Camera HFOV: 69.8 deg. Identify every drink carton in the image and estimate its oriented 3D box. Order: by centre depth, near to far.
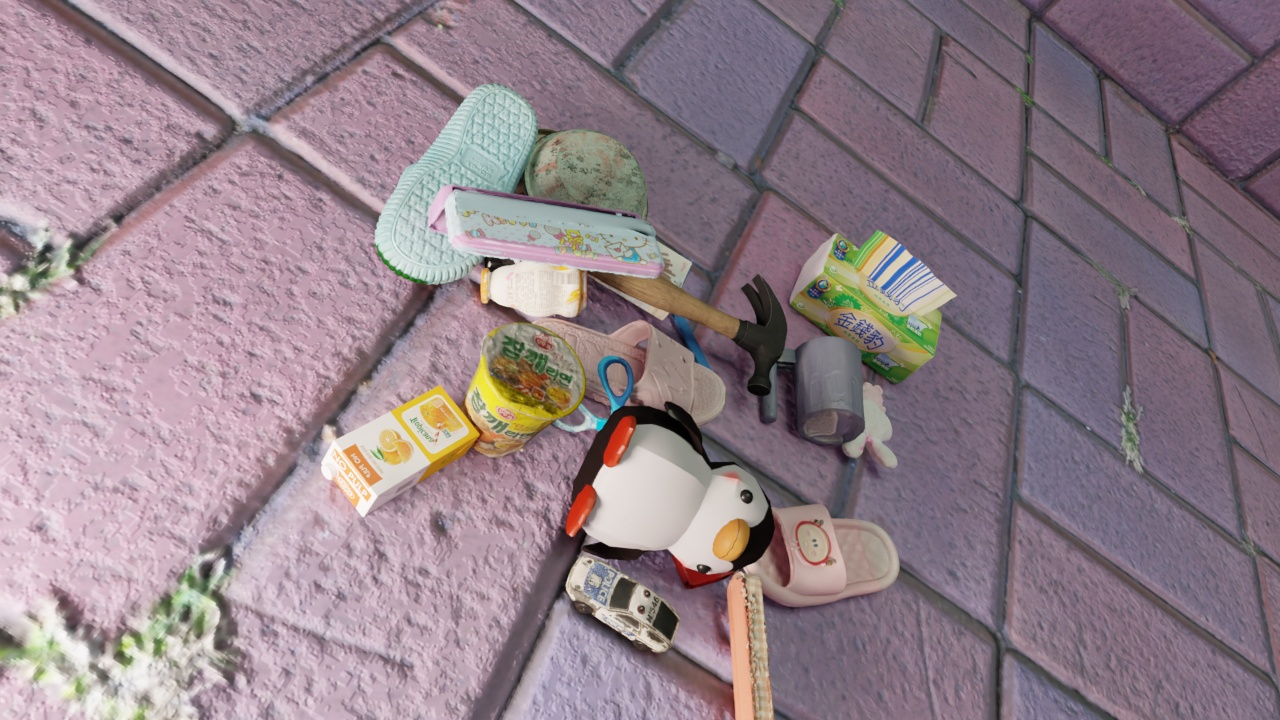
[{"bbox_3d":[-0.206,0.077,0.787,0.058,0.040,0.122,50,44,8],"label":"drink carton"}]

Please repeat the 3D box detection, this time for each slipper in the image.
[{"bbox_3d":[0.189,0.202,0.959,0.221,0.056,0.106,9,55,-31],"label":"slipper"},{"bbox_3d":[-0.006,0.006,0.968,0.239,0.065,0.094,18,49,-21],"label":"slipper"},{"bbox_3d":[-0.192,-0.185,0.981,0.116,0.070,0.275,32,59,-16],"label":"slipper"}]

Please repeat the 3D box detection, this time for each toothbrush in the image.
[{"bbox_3d":[0.048,-0.039,1.080,0.016,0.014,0.166,-13,69,-40],"label":"toothbrush"}]

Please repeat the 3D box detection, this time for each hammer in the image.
[{"bbox_3d":[0.028,-0.078,1.027,0.305,0.040,0.132,25,60,-16],"label":"hammer"}]

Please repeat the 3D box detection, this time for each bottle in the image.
[{"bbox_3d":[-0.110,-0.076,0.950,0.109,0.063,0.063,1,54,-7],"label":"bottle"}]

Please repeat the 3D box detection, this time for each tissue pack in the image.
[{"bbox_3d":[0.319,-0.087,1.211,0.197,0.142,0.120,32,45,-11],"label":"tissue pack"}]

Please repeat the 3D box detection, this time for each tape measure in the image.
[{"bbox_3d":[0.061,0.193,0.899,0.058,0.019,0.051,-8,60,-29],"label":"tape measure"}]

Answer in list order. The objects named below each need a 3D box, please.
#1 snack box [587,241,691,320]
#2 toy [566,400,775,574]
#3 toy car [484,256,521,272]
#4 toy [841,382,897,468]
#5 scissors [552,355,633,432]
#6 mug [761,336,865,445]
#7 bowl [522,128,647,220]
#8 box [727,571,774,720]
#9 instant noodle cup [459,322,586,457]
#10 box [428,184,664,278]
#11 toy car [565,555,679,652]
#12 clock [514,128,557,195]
[{"bbox_3d":[-0.019,-0.118,1.065,0.150,0.026,0.081,31,55,-7],"label":"snack box"},{"bbox_3d":[0.036,0.126,0.856,0.184,0.159,0.140,27,10,-12],"label":"toy"},{"bbox_3d":[-0.123,-0.106,0.990,0.092,0.037,0.040,11,52,-29],"label":"toy car"},{"bbox_3d":[0.280,0.078,1.131,0.076,0.037,0.125,24,46,-14],"label":"toy"},{"bbox_3d":[-0.018,0.057,0.917,0.140,0.013,0.113,37,84,-1],"label":"scissors"},{"bbox_3d":[0.203,0.035,1.091,0.124,0.084,0.103,6,52,-2],"label":"mug"},{"bbox_3d":[-0.053,-0.203,1.043,0.157,0.039,0.157,12,64,-25],"label":"bowl"},{"bbox_3d":[0.106,0.288,0.834,0.076,0.055,0.186,47,33,-45],"label":"box"},{"bbox_3d":[-0.117,0.034,0.833,0.102,0.108,0.102,19,49,-23],"label":"instant noodle cup"},{"bbox_3d":[-0.090,-0.127,0.894,0.214,0.062,0.140,5,17,-25],"label":"box"},{"bbox_3d":[-0.013,0.215,0.816,0.113,0.041,0.048,34,43,-8],"label":"toy car"},{"bbox_3d":[-0.095,-0.222,1.088,0.140,0.055,0.093,-6,68,-31],"label":"clock"}]
